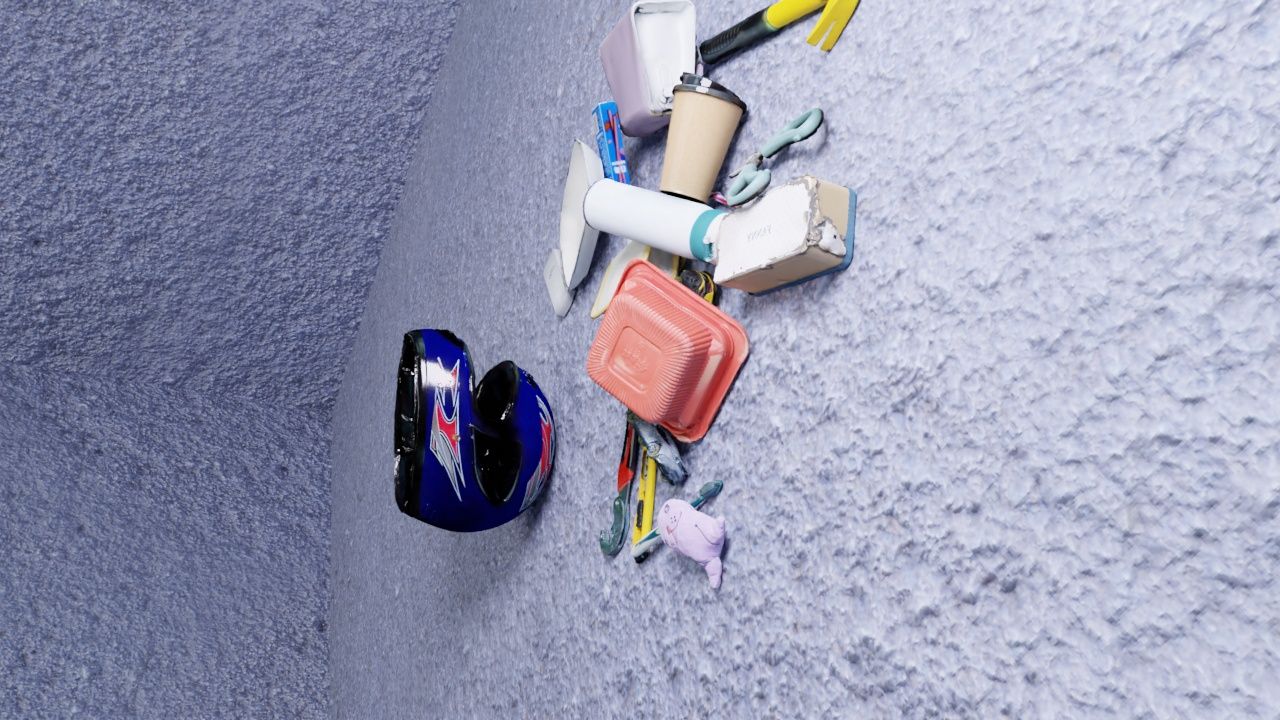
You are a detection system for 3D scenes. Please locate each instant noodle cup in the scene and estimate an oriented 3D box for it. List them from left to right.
[{"bbox_3d":[0.016,-0.006,1.050,0.189,0.078,0.165,35,119,24],"label":"instant noodle cup"}]

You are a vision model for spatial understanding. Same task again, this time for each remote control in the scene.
[{"bbox_3d":[-0.138,-0.133,1.561,0.056,0.019,0.135,-63,30,29],"label":"remote control"}]

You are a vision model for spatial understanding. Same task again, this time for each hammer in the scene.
[{"bbox_3d":[0.155,-0.396,1.060,0.301,0.032,0.128,4,82,64],"label":"hammer"}]

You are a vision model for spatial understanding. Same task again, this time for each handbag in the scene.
[{"bbox_3d":[0.008,-0.141,1.241,0.164,0.063,0.178,-38,32,53],"label":"handbag"},{"bbox_3d":[0.015,-0.386,1.234,0.197,0.098,0.145,-161,66,-75],"label":"handbag"}]

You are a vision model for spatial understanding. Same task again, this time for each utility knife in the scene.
[{"bbox_3d":[0.005,0.168,1.152,0.033,0.015,0.173,-14,68,58],"label":"utility knife"}]

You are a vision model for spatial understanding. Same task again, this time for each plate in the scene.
[{"bbox_3d":[-0.091,-0.220,1.417,0.266,0.034,0.161,111,154,-57],"label":"plate"}]

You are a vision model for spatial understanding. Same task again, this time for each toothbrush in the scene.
[{"bbox_3d":[0.036,0.186,1.066,0.192,0.018,0.016,-47,50,40],"label":"toothbrush"},{"bbox_3d":[0.093,-0.205,1.126,0.017,0.016,0.187,-64,28,11],"label":"toothbrush"}]

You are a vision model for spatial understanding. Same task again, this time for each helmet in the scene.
[{"bbox_3d":[-0.253,0.108,1.433,0.247,0.240,0.315,-156,68,-63],"label":"helmet"}]

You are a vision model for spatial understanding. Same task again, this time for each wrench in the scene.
[{"bbox_3d":[-0.017,0.124,1.214,0.056,0.016,0.273,8,87,60],"label":"wrench"}]

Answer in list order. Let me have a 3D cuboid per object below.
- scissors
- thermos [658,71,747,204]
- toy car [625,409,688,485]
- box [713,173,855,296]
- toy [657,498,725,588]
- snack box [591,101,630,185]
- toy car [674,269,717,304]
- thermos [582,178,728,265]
[{"bbox_3d":[0.145,-0.228,0.996,0.170,0.019,0.177,-44,13,17],"label":"scissors"},{"bbox_3d":[0.069,-0.266,1.106,0.093,0.093,0.143,26,101,64],"label":"thermos"},{"bbox_3d":[0.019,0.100,1.107,0.036,0.054,0.120,-32,40,-6],"label":"toy car"},{"bbox_3d":[0.141,-0.123,0.947,0.185,0.062,0.089,-13,68,64],"label":"box"},{"bbox_3d":[0.056,0.192,1.005,0.108,0.038,0.084,20,112,51],"label":"toy"},{"bbox_3d":[-0.040,-0.290,1.330,0.084,0.026,0.157,-142,41,-78],"label":"snack box"},{"bbox_3d":[0.051,-0.036,1.112,0.071,0.041,0.156,-123,44,-56],"label":"toy car"},{"bbox_3d":[0.029,-0.167,1.104,0.224,0.073,0.073,24,102,41],"label":"thermos"}]
